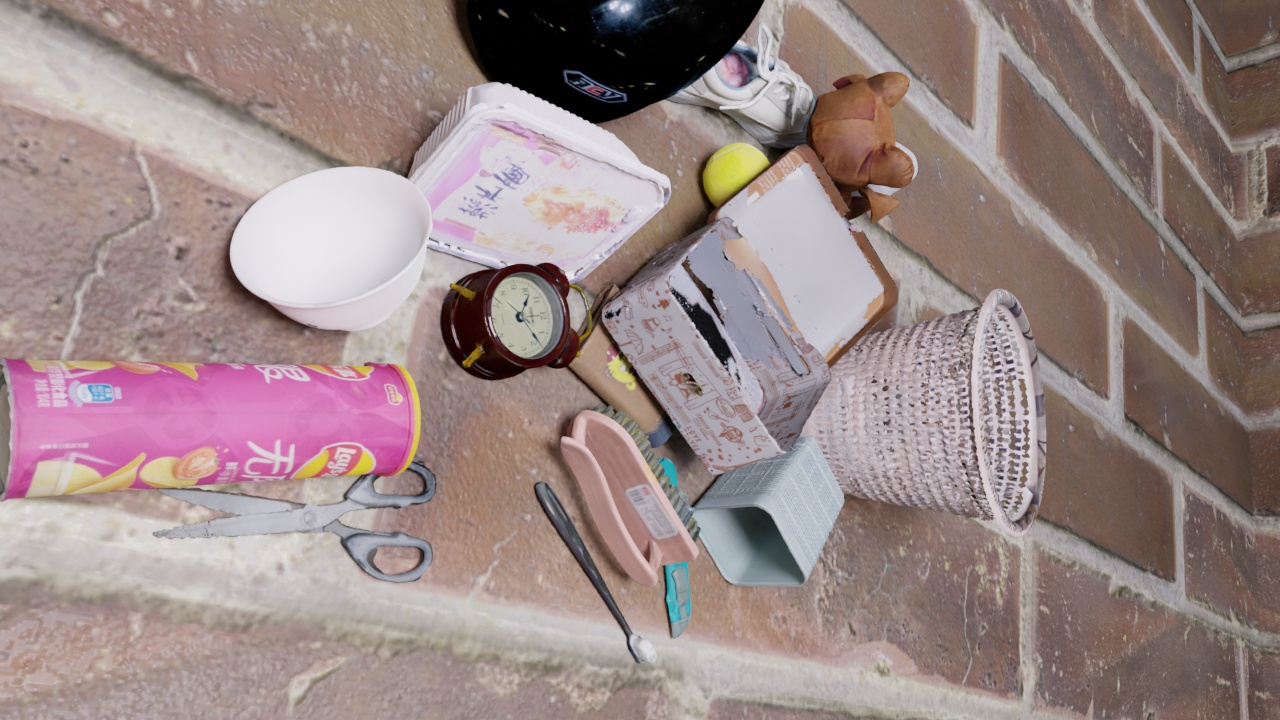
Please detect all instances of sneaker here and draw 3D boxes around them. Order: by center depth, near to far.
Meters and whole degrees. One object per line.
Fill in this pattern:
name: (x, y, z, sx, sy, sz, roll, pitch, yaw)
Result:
sneaker: (0.120, -0.272, 0.891, 0.241, 0.091, 0.089, 5, 80, -44)

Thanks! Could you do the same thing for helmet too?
helmet: (-0.010, -0.313, 0.691, 0.233, 0.230, 0.274, 15, 92, -40)

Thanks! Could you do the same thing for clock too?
clock: (-0.086, -0.030, 0.671, 0.121, 0.055, 0.082, -9, 88, -42)

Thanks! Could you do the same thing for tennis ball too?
tennis ball: (0.092, -0.171, 0.864, 0.065, 0.066, 0.065, 10, 76, -43)

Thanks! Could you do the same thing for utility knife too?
utility knife: (0.028, 0.158, 0.780, 0.029, 0.013, 0.151, -3, 85, -47)

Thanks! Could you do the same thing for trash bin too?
trash bin: (0.268, 0.054, 0.892, 0.227, 0.193, 0.227, 9, 79, -53)

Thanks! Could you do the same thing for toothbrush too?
toothbrush: (-0.034, 0.168, 0.717, 0.015, 0.018, 0.181, -42, 110, -37)

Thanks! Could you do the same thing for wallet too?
wallet: (-0.005, 0.004, 0.764, 0.115, 0.033, 0.090, 45, 56, -25)

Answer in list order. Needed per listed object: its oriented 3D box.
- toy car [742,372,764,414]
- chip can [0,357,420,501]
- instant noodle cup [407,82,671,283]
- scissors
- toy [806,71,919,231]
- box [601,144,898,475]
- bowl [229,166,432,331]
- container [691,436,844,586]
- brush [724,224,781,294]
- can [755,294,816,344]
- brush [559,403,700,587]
toy car: (0.110, 0.036, 0.866, 0.122, 0.037, 0.056, -3, 86, -46)
chip can: (-0.231, 0.035, 0.508, 0.210, 0.072, 0.071, 2, 82, -44)
instant noodle cup: (-0.081, -0.128, 0.654, 0.173, 0.138, 0.060, 16, 49, -41)
scissors: (-0.201, 0.103, 0.567, 0.167, 0.014, 0.156, -41, 110, -40)
toy: (0.217, -0.201, 0.911, 0.130, 0.200, 0.140, 3, 77, -1)
box: (0.108, -0.050, 0.792, 0.179, 0.105, 0.259, 54, 44, -14)
bowl: (-0.182, -0.057, 0.568, 0.065, 0.118, 0.118, 89, 26, -52)
container: (0.118, 0.130, 0.822, 0.111, 0.090, 0.090, -47, 115, -42)
brush: (0.134, -0.121, 0.890, 0.055, 0.074, 0.143, 50, 52, -17)
can: (0.164, -0.076, 0.912, 0.147, 0.075, 0.049, -53, 122, -37)
brush: (-0.013, 0.102, 0.715, 0.145, 0.063, 0.072, 61, 38, -17)
